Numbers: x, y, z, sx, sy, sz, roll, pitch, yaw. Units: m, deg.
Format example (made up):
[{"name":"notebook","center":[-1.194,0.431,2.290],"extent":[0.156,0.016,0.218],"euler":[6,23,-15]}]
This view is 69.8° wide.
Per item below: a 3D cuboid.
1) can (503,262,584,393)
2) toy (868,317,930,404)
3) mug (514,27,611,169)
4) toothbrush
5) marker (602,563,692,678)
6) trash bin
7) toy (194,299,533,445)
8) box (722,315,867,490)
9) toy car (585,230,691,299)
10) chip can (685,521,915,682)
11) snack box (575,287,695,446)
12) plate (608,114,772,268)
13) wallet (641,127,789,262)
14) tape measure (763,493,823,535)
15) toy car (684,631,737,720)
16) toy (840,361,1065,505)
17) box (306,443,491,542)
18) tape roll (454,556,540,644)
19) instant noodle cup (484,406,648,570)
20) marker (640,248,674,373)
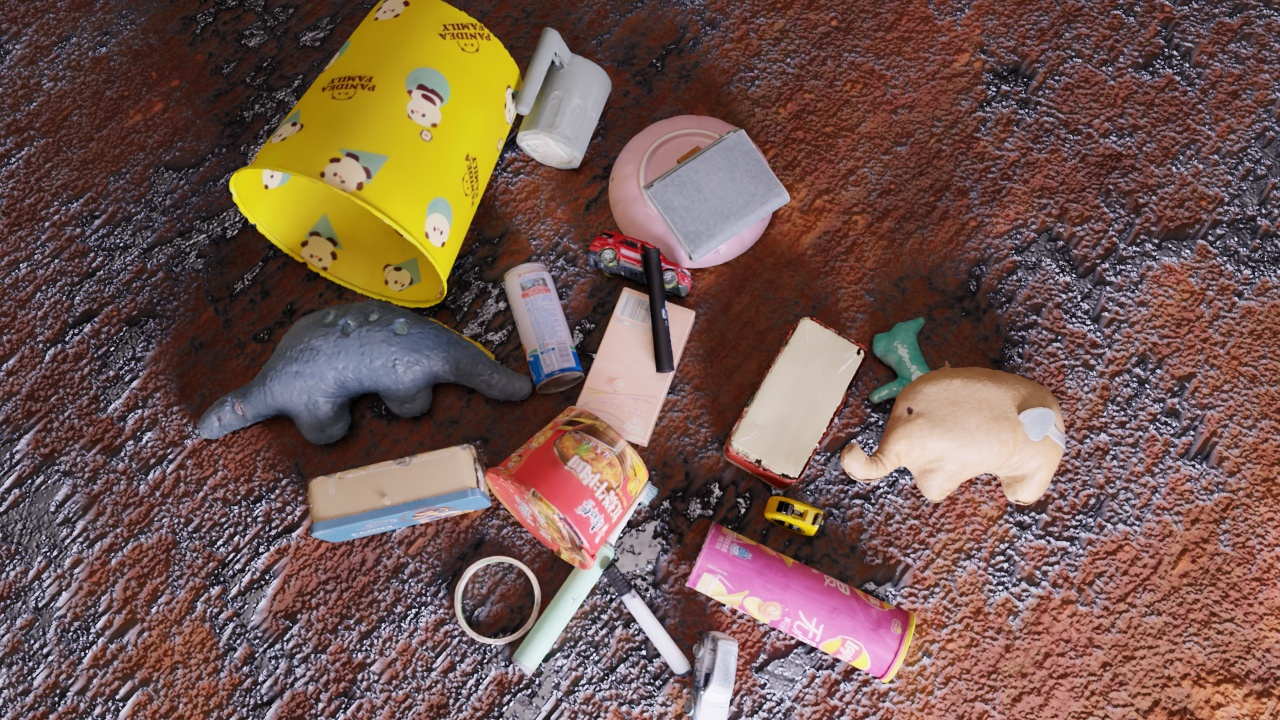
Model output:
[{"name":"can","center":[-0.105,-0.036,0.983],"extent":[0.053,0.053,0.134],"euler":[-18,73,-5]},{"name":"toy","center":[0.280,0.007,0.982],"extent":[0.096,0.030,0.092],"euler":[-24,72,-4]},{"name":"mug","center":[-0.095,-0.290,1.030],"extent":[0.084,0.124,0.103],"euler":[11,74,26]},{"name":"toothbrush","center":[-0.054,0.213,0.920],"extent":[0.027,0.026,0.224],"euler":[40,75,-17]},{"name":"marker","center":[0.007,0.256,0.904],"extent":[0.018,0.022,0.130],"euler":[-39,84,16]},{"name":"trash bin","center":[-0.257,-0.223,0.964],"extent":[0.229,0.230,0.254],"euler":[20,68,6]},{"name":"toy","center":[-0.298,0.009,0.960],"extent":[0.356,0.091,0.138],"euler":[-10,100,-2]},{"name":"box","center":[0.158,0.041,0.947],"extent":[0.091,0.077,0.168],"euler":[30,74,8]},{"name":"toy car","center":[0.000,-0.105,1.005],"extent":[0.120,0.053,0.045],"euler":[23,79,5]},{"name":"chip can","center":[0.152,0.232,0.889],"extent":[0.210,0.071,0.071],"euler":[24,74,7]},{"name":"snack box","center":[-0.006,0.006,0.984],"extent":[0.084,0.026,0.157],"euler":[20,74,6]},{"name":"plate","center":[0.059,-0.200,1.042],"extent":[0.192,0.039,0.192],"euler":[0,73,0]},{"name":"wallet","center":[0.080,-0.182,0.997],"extent":[0.129,0.037,0.106],"euler":[-33,87,-8]},{"name":"tape measure","center":[0.155,0.153,0.921],"extent":[0.057,0.060,0.028],"euler":[19,73,12]},{"name":"toy car","center":[0.071,0.307,0.880],"extent":[0.043,0.034,0.090],"euler":[19,72,-24]},{"name":"toy","center":[0.314,0.073,0.933],"extent":[0.226,0.082,0.143],"euler":[1,83,2]},{"name":"box","center":[-0.244,0.134,0.914],"extent":[0.184,0.090,0.059],"euler":[-15,74,-2]},{"name":"tape roll","center":[-0.143,0.240,0.918],"extent":[0.086,0.014,0.085],"euler":[0,73,0]},{"name":"instant noodle cup","center":[-0.068,0.119,0.901],"extent":[0.138,0.138,0.108],"euler":[38,68,11]},{"name":"marker","center":[0.018,-0.052,0.963],"extent":[0.022,0.020,0.132],"euler":[-8,85,21]}]
